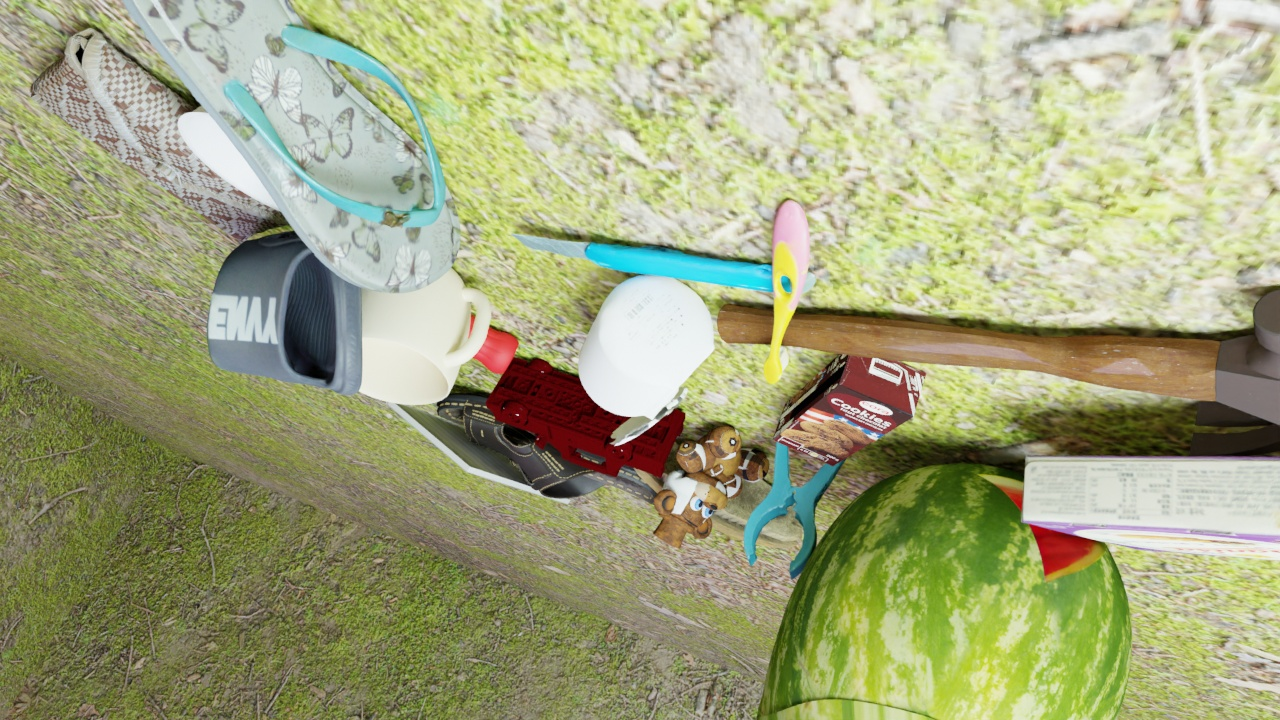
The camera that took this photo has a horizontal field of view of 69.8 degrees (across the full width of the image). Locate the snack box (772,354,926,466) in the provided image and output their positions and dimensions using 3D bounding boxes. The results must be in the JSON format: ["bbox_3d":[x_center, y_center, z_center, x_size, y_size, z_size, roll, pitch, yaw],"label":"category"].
[{"bbox_3d":[0.141,0.034,0.640,0.051,0.031,0.141,24,159,-1],"label":"snack box"}]

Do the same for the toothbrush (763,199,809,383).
[{"bbox_3d":[0.081,-0.036,0.519,0.021,0.016,0.136,27,143,26],"label":"toothbrush"}]

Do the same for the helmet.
[{"bbox_3d":[0.217,0.187,0.640,0.213,0.246,0.244,31,139,9],"label":"helmet"}]

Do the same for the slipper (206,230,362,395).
[{"bbox_3d":[-0.265,-0.044,0.647,0.083,0.111,0.268,-2,-170,-35],"label":"slipper"}]

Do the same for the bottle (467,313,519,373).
[{"bbox_3d":[-0.165,-0.030,0.795,0.119,0.036,0.036,28,159,-11],"label":"bottle"}]

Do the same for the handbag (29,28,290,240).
[{"bbox_3d":[-0.341,-0.153,0.670,0.124,0.047,0.186,1,150,46],"label":"handbag"}]

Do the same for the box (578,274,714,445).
[{"bbox_3d":[-0.003,0.007,0.648,0.092,0.083,0.166,42,159,0],"label":"box"}]

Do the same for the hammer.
[{"bbox_3d":[0.187,-0.006,0.502,0.324,0.033,0.115,8,152,36],"label":"hammer"}]

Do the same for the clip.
[{"bbox_3d":[0.106,0.105,0.721,0.114,0.126,0.028,4,153,20],"label":"clip"}]

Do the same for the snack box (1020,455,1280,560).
[{"bbox_3d":[0.318,0.084,0.511,0.147,0.040,0.144,16,166,-33],"label":"snack box"}]

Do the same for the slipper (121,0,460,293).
[{"bbox_3d":[-0.167,-0.121,0.497,0.055,0.098,0.269,12,155,30],"label":"slipper"}]

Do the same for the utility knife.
[{"bbox_3d":[0.009,-0.062,0.568,0.206,0.015,0.031,10,154,22],"label":"utility knife"}]

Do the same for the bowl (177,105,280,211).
[{"bbox_3d":[-0.238,-0.140,0.600,0.110,0.040,0.110,20,159,8],"label":"bowl"}]

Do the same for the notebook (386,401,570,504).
[{"bbox_3d":[-0.181,0.107,1.052,0.143,0.009,0.209,33,179,31],"label":"notebook"}]

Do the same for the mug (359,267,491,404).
[{"bbox_3d":[-0.170,-0.032,0.711,0.120,0.099,0.096,-1,146,17],"label":"mug"}]

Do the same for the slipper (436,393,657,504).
[{"bbox_3d":[-0.104,0.110,1.009,0.268,0.075,0.113,23,159,2],"label":"slipper"}]

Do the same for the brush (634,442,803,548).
[{"bbox_3d":[0.077,0.128,0.892,0.195,0.059,0.043,29,147,-9],"label":"brush"}]

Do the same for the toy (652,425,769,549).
[{"bbox_3d":[0.055,0.114,0.818,0.067,0.112,0.087,17,162,50],"label":"toy"}]

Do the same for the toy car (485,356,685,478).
[{"bbox_3d":[-0.048,0.055,0.828,0.170,0.070,0.062,17,146,15],"label":"toy car"}]
